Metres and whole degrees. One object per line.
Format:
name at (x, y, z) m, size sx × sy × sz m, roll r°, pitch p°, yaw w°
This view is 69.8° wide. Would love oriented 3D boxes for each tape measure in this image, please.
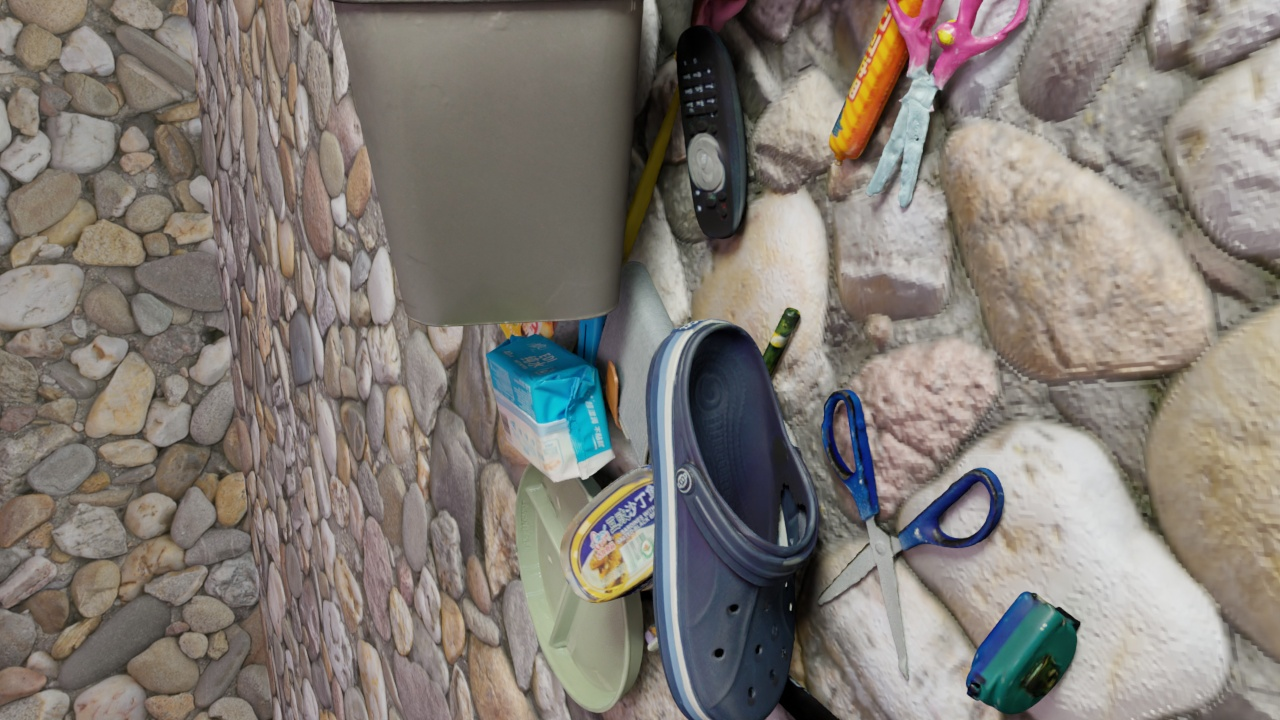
tape measure at (0.182, 0.141, 0.432) m, size 0.058 × 0.054 × 0.025 m, roll -54°, pitch 40°, yaw 4°

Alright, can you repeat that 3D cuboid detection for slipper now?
slipper at (0.066, 0.099, 0.563) m, size 0.095 × 0.105 × 0.252 m, roll -7°, pitch 88°, yaw 52°

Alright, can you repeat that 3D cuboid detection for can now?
can at (0.001, 0.122, 0.657) m, size 0.149 × 0.049 × 0.074 m, roll -44°, pitch 64°, yaw 38°

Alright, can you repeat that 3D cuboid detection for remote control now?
remote control at (0.050, -0.149, 0.603) m, size 0.053 × 0.024 × 0.136 m, roll 16°, pitch 118°, yaw 55°

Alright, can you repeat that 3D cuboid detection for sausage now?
sausage at (0.135, -0.175, 0.476) m, size 0.021 × 0.021 × 0.165 m, roll 53°, pitch 136°, yaw 38°

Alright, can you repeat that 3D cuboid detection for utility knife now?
utility knife at (-0.046, 0.035, 0.796) m, size 0.034 × 0.018 × 0.186 m, roll 33°, pitch 124°, yaw 49°

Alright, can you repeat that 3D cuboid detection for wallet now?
wallet at (-0.004, 0.004, 0.688) m, size 0.129 × 0.037 × 0.107 m, roll -113°, pitch 33°, yaw -47°

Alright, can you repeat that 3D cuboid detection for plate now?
plate at (-0.058, 0.195, 0.821) m, size 0.230 × 0.027 × 0.230 m, roll 28°, pitch 123°, yaw 56°

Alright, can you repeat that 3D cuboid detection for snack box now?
snack box at (-0.082, -0.054, 0.822) m, size 0.087 × 0.033 × 0.141 m, roll 58°, pitch 141°, yaw 34°

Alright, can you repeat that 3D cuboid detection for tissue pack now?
tissue pack at (-0.074, 0.035, 0.755) m, size 0.140 × 0.063 × 0.090 m, roll 26°, pitch 131°, yaw 58°

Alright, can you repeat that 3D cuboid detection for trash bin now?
trash bin at (-0.097, -0.155, 0.636) m, size 0.198 × 0.198 × 0.220 m, roll -104°, pitch 13°, yaw -62°

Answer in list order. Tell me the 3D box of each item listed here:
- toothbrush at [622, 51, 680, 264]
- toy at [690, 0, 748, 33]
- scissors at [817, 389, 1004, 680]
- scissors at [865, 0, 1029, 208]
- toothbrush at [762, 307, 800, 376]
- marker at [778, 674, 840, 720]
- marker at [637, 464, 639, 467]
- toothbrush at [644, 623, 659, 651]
toothbrush at (0.009, -0.151, 0.679) m, size 0.016 × 0.015 × 0.191 m, roll 59°, pitch 140°, yaw 39°
toy at (0.054, -0.258, 0.507) m, size 0.200 × 0.130 × 0.140 m, roll 11°, pitch 129°, yaw 63°
scissors at (0.142, 0.096, 0.525) m, size 0.163 × 0.012 × 0.175 m, roll -30°, pitch 73°, yaw 56°
scissors at (0.136, -0.143, 0.470) m, size 0.077 × 0.017 × 0.138 m, roll 35°, pitch 131°, yaw 17°
toothbrush at (0.071, 0.042, 0.624) m, size 0.017 × 0.012 × 0.186 m, roll 48°, pitch 133°, yaw 34°
marker at (0.095, 0.220, 0.609) m, size 0.132 × 0.022 × 0.020 m, roll 32°, pitch 158°, yaw 50°
marker at (0.015, 0.065, 0.708) m, size 0.017 × 0.016 × 0.146 m, roll 57°, pitch 139°, yaw 34°
toothbrush at (0.042, 0.154, 0.682) m, size 0.020 × 0.029 × 0.190 m, roll 26°, pitch 126°, yaw 4°
